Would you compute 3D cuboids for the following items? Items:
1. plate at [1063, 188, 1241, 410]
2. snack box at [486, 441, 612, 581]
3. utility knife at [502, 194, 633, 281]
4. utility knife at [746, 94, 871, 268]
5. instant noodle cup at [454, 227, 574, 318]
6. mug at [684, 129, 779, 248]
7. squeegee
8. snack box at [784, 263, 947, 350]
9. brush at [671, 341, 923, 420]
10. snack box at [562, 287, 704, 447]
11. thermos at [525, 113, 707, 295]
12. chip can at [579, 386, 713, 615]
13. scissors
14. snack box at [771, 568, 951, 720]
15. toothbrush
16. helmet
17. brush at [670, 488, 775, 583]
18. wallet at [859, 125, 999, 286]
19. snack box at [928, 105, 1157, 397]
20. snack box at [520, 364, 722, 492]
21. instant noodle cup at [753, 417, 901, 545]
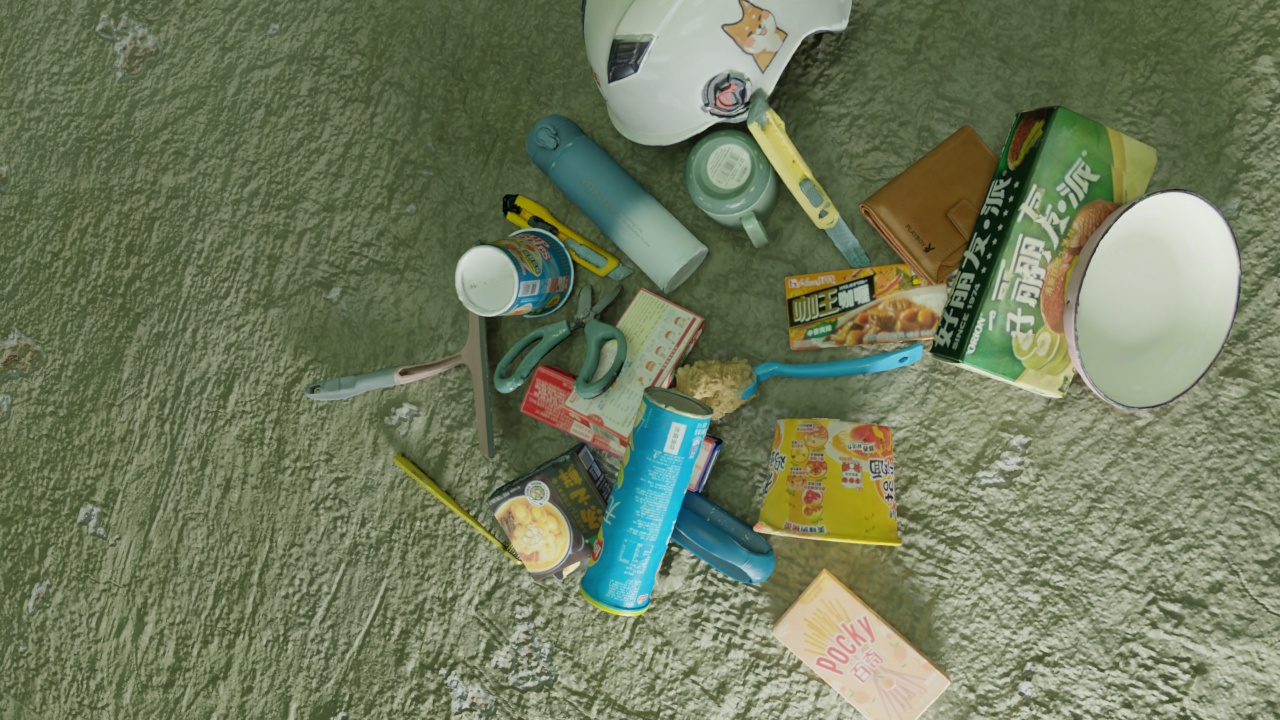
[{"bbox_3d":[0.440,-0.053,0.803,0.192,0.039,0.192,-5,104,-20],"label":"plate"},{"bbox_3d":[-0.077,0.166,0.956,0.113,0.053,0.125,-29,95,14],"label":"snack box"},{"bbox_3d":[-0.082,-0.133,0.988,0.170,0.015,0.033,32,101,12],"label":"utility knife"},{"bbox_3d":[0.161,-0.161,0.868,0.031,0.022,0.212,-36,124,12],"label":"utility knife"},{"bbox_3d":[-0.134,-0.086,0.946,0.099,0.109,0.099,3,101,18],"label":"instant noodle cup"},{"bbox_3d":[0.095,-0.163,0.896,0.082,0.106,0.111,-24,85,12],"label":"mug"},{"bbox_3d":[-0.268,0.013,1.027,0.250,0.040,0.247,-13,71,20],"label":"squeegee"},{"bbox_3d":[0.222,-0.053,0.904,0.154,0.026,0.075,-5,88,14],"label":"snack box"},{"bbox_3d":[0.150,0.015,0.907,0.255,0.083,0.045,-10,54,7],"label":"brush"},{"bbox_3d":[-0.006,0.005,0.927,0.077,0.027,0.155,27,68,15],"label":"snack box"},{"bbox_3d":[-0.029,-0.165,0.948,0.220,0.070,0.070,45,100,9],"label":"thermos"},{"bbox_3d":[0.005,0.134,0.876,0.071,0.071,0.210,21,102,14],"label":"chip can"},{"bbox_3d":[-0.063,-0.011,0.922,0.170,0.019,0.181,-41,39,-12],"label":"scissors"},{"bbox_3d":[0.216,0.290,0.907,0.157,0.026,0.084,40,99,11],"label":"snack box"},{"bbox_3d":[-0.201,0.162,1.021,0.190,0.015,0.016,36,94,12],"label":"toothbrush"},{"bbox_3d":[0.049,-0.344,0.844,0.274,0.157,0.229,-34,52,12],"label":"helmet"},{"bbox_3d":[0.069,0.173,0.921,0.144,0.073,0.055,32,90,14],"label":"brush"},{"bbox_3d":[0.291,-0.145,0.868,0.131,0.031,0.108,-37,81,-4],"label":"wallet"},{"bbox_3d":[0.361,-0.095,0.829,0.114,0.063,0.240,18,95,-15],"label":"snack box"},{"bbox_3d":[-0.019,0.069,0.952,0.207,0.057,0.058,23,93,14],"label":"snack box"},{"bbox_3d":[0.179,0.113,0.866,0.138,0.138,0.109,3,83,14],"label":"instant noodle cup"}]
